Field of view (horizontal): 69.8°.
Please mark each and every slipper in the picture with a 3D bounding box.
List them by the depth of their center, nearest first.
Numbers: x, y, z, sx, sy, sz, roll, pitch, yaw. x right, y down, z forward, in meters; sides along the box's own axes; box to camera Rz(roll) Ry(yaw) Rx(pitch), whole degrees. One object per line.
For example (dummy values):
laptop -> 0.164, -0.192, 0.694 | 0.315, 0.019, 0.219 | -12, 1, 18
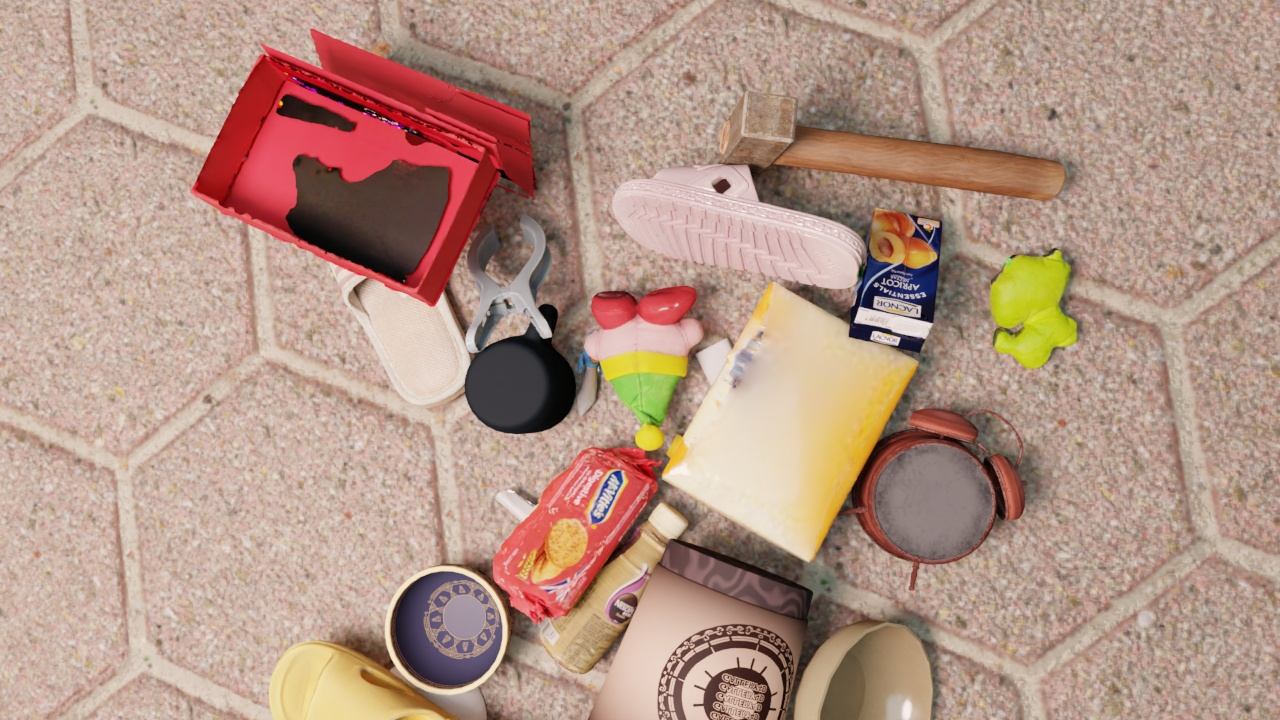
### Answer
slipper -> -0.212, 0.334, 0.780 | 0.263, 0.078, 0.099 | 23, 92, 8
slipper -> 0.084, -0.126, 0.792 | 0.239, 0.094, 0.064 | 18, 68, 26
slipper -> -0.235, -0.082, 0.869 | 0.115, 0.052, 0.263 | -25, 83, 6

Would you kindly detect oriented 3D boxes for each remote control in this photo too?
remote control -> 0.094, 0.044, 0.839 | 0.033, 0.012, 0.131 | -28, 84, 5

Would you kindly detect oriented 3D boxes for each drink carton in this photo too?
drink carton -> 0.217, -0.070, 0.781 | 0.064, 0.040, 0.129 | 13, 51, 8

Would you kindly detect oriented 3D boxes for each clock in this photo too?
clock -> 0.255, 0.107, 0.785 | 0.158, 0.072, 0.120 | -44, 83, 4

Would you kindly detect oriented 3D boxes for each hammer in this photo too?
hammer -> 0.218, -0.171, 0.792 | 0.300, 0.158, 0.037 | 6, 87, -5

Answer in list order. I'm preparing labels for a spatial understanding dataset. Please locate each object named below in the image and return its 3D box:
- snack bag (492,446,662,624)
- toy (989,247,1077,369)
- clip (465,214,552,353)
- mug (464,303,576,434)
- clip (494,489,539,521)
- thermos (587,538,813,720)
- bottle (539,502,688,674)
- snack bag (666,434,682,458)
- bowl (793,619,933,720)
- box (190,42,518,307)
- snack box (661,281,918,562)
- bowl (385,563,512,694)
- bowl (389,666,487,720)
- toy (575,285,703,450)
snack bag -> -0.057, 0.144, 0.801 | 0.082, 0.082, 0.176 | 34, 70, 8
toy -> 0.342, -0.047, 0.801 | 0.094, 0.036, 0.093 | -41, 88, 10
clip -> -0.134, -0.068, 0.820 | 0.112, 0.028, 0.162 | -14, 44, 3
mug -> -0.102, 0.007, 0.826 | 0.085, 0.094, 0.121 | 21, 90, 8
clip -> -0.082, 0.144, 0.847 | 0.102, 0.056, 0.056 | 41, 117, 7
thermos -> 0.046, 0.278, 0.762 | 0.173, 0.173, 0.226 | 19, 83, 8
bottle -> -0.020, 0.200, 0.823 | 0.059, 0.059, 0.166 | 38, 91, 8
snack bag -> 0.071, 0.101, 0.836 | 0.099, 0.020, 0.026 | 31, 90, 8
bowl -> 0.179, 0.290, 0.770 | 0.152, 0.051, 0.152 | -1, 93, -37
box -> -0.222, -0.187, 0.640 | 0.217, 0.351, 0.197 | 24, 81, 4
snack box -> 0.125, 0.051, 0.788 | 0.145, 0.080, 0.195 | 29, 84, 6
bowl -> -0.168, 0.240, 0.839 | 0.112, 0.061, 0.112 | 0, 87, 7
bowl -> -0.203, 0.336, 0.844 | 0.115, 0.050, 0.114 | 0, 87, 7
toy -> -0.005, 0.005, 0.820 | 0.124, 0.096, 0.131 | -3, 110, 10
